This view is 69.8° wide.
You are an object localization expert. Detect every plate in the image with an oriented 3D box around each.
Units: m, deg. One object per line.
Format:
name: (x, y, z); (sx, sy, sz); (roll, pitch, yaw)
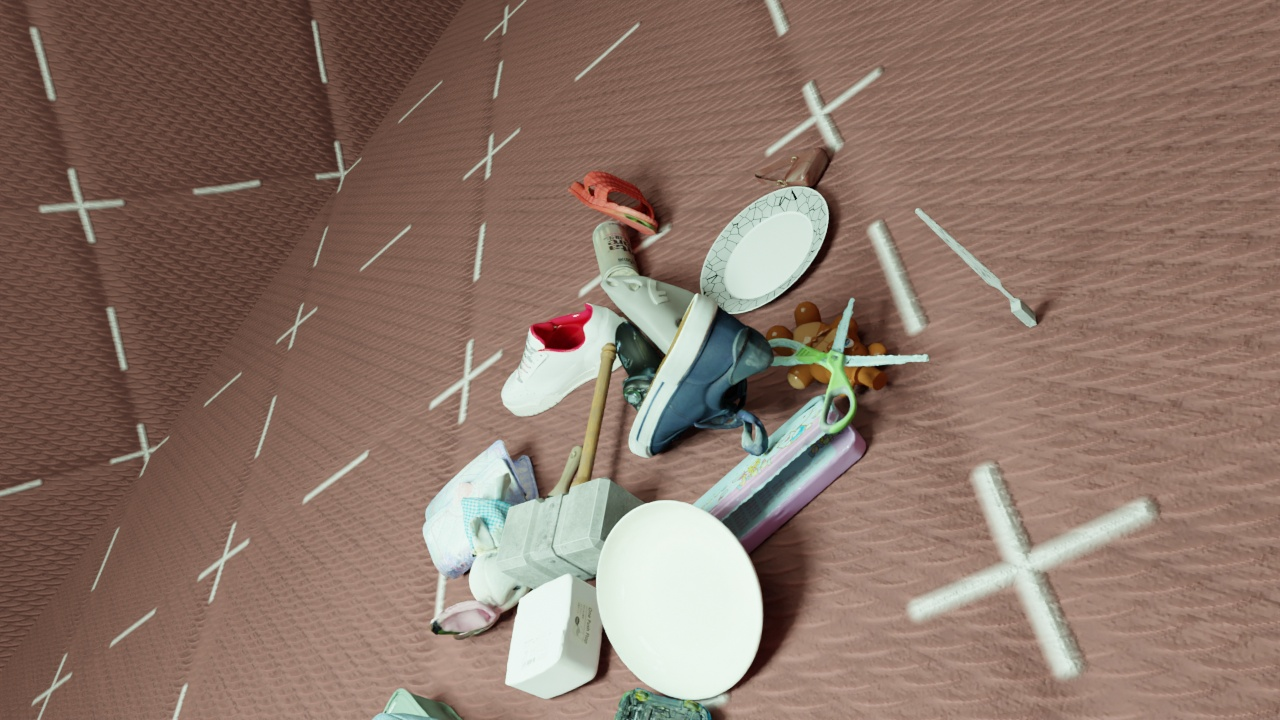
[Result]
plate: (0.153, -0.132, 1.127); (0.189, 0.016, 0.188); (-31, 39, 28)
plate: (0.040, 0.220, 0.858); (0.183, 0.034, 0.182); (1, 92, 35)

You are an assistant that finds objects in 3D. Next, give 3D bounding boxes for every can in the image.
can: (-0.036, -0.149, 1.336); (0.054, 0.054, 0.135); (-39, 35, 19)

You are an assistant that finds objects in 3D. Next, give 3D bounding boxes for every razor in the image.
razor: (-0.007, 0.007, 1.134); (0.140, 0.063, 0.053); (63, 142, 41)

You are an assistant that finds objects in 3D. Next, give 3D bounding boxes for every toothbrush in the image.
toothbrush: (0.283, -0.075, 0.768); (0.010, 0.181, 0.010); (-27, 43, 40)

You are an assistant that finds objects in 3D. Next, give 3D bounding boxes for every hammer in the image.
hammer: (-0.060, 0.105, 1.099); (0.163, 0.083, 0.316); (-23, 43, 37)

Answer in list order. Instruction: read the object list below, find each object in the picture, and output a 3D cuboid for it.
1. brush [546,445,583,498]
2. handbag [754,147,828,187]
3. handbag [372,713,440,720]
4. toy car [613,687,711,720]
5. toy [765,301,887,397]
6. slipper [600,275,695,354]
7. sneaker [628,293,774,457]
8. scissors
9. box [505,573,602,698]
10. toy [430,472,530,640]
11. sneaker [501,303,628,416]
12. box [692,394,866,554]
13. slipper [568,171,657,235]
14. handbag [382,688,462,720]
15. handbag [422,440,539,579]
brush: (-0.105, 0.174, 1.152); (0.039, 0.012, 0.151); (-2, 57, 50)
handbag: (0.188, -0.245, 1.188); (0.120, 0.029, 0.055); (9, 64, 58)
handbag: (-0.191, 0.429, 0.917); (0.192, 0.118, 0.121); (2, 68, 28)
toy car: (0.022, 0.331, 0.834); (0.106, 0.032, 0.048); (-6, 54, 41)
toy: (0.192, -0.007, 0.923); (0.095, 0.065, 0.128); (-46, 38, -7)
slipper: (0.034, -0.062, 1.139); (0.080, 0.113, 0.266); (-40, 28, -3)
sneaker: (0.067, 0.045, 0.954); (0.295, 0.127, 0.120); (118, 177, -62)
scissors: (0.186, 0.000, 0.875); (0.173, 0.021, 0.171); (-4, 44, 28)
box: (-0.078, 0.303, 0.981); (0.103, 0.091, 0.107); (-37, 31, 35)
toy: (-0.173, 0.237, 1.109); (0.106, 0.131, 0.205); (8, 69, 4)
sneaker: (-0.126, -0.008, 1.265); (0.237, 0.104, 0.090); (-27, 41, 33)
box: (0.118, 0.121, 0.902); (0.214, 0.065, 0.078); (-44, 21, 13)
slipper: (-0.041, -0.249, 1.394); (0.059, 0.103, 0.249); (-63, 30, 8)
handbag: (-0.256, 0.441, 1.033); (0.122, 0.067, 0.106); (13, 71, 54)
handbag: (-0.211, 0.196, 1.212); (0.159, 0.069, 0.126); (-41, 36, 12)
